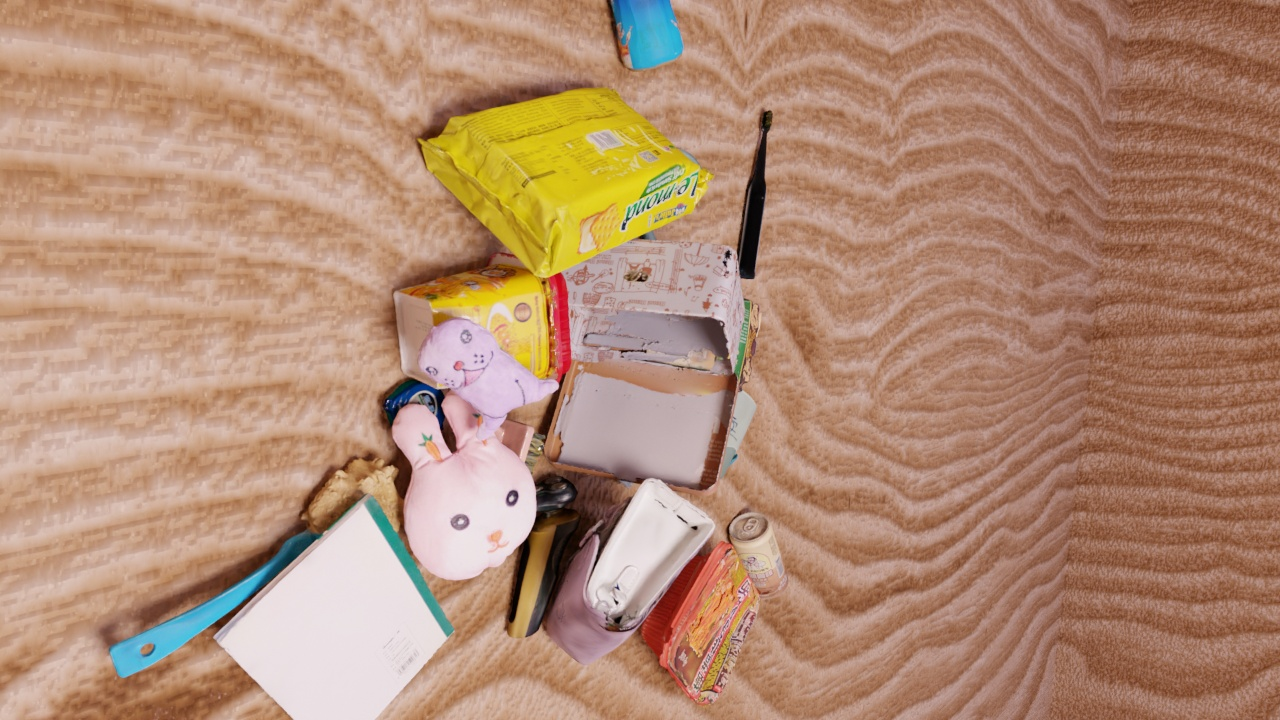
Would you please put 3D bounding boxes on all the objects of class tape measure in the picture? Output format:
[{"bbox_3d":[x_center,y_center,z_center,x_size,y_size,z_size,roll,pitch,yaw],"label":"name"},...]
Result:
[{"bbox_3d":[-0.196,0.044,0.801,0.054,0.025,0.058,-46,133,-37],"label":"tape measure"}]

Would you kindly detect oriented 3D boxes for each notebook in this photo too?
[{"bbox_3d":[-0.238,0.225,0.756,0.150,0.012,0.209,-46,142,-30],"label":"notebook"}]

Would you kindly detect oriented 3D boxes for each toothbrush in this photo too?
[{"bbox_3d":[0.147,-0.209,1.156,0.026,0.027,0.212,8,92,-5],"label":"toothbrush"}]

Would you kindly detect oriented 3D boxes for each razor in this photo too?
[{"bbox_3d":[-0.105,0.199,0.927,0.067,0.062,0.167,14,93,-20],"label":"razor"}]

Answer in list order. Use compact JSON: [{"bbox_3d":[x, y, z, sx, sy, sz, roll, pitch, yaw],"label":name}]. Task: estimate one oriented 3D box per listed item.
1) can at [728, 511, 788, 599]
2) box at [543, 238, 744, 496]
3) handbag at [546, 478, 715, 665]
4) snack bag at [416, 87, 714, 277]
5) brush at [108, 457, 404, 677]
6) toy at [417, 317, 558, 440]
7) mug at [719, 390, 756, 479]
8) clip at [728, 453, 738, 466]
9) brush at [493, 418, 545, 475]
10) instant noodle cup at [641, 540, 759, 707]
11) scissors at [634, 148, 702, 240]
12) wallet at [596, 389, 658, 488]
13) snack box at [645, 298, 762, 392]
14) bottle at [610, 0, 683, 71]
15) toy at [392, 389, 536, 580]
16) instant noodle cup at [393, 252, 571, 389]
[{"bbox_3d":[0.160,0.265,1.242,0.058,0.059,0.116,-46,129,-35],"label":"can"},{"bbox_3d":[-0.004,0.001,0.866,0.157,0.181,0.197,69,33,-64],"label":"box"},{"bbox_3d":[-0.024,0.212,0.908,0.144,0.098,0.197,-57,180,-29],"label":"handbag"},{"bbox_3d":[-0.055,-0.175,0.821,0.245,0.158,0.068,-30,159,-43],"label":"snack bag"},{"bbox_3d":[-0.277,0.156,0.703,0.253,0.046,0.083,-34,126,-48],"label":"brush"},{"bbox_3d":[-0.131,0.010,0.731,0.084,0.039,0.108,-38,122,12],"label":"toy"},{"bbox_3d":[0.068,0.077,1.087,0.111,0.082,0.106,35,69,-15],"label":"mug"},{"bbox_3d":[0.108,0.130,1.188,0.056,0.014,0.045,-37,122,-38],"label":"clip"},{"bbox_3d":[-0.144,0.124,0.851,0.073,0.063,0.145,22,82,-54],"label":"brush"},{"bbox_3d":[0.070,0.316,1.119,0.164,0.079,0.189,-57,144,-25],"label":"instant noodle cup"},{"bbox_3d":[0.025,-0.179,1.025,0.180,0.019,0.170,-44,127,-34],"label":"scissors"},{"bbox_3d":[-0.026,0.071,1.000,0.129,0.037,0.106,44,63,-44],"label":"wallet"},{"bbox_3d":[0.060,-0.028,1.000,0.105,0.118,0.118,18,81,-69],"label":"snack box"},{"bbox_3d":[-0.011,-0.400,0.899,0.065,0.065,0.219,-40,126,-38],"label":"bottle"},{"bbox_3d":[-0.153,0.105,0.785,0.121,0.054,0.159,-24,99,-33],"label":"toy"},{"bbox_3d":[-0.139,-0.029,0.796,0.123,0.116,0.116,-13,108,-36],"label":"instant noodle cup"}]
